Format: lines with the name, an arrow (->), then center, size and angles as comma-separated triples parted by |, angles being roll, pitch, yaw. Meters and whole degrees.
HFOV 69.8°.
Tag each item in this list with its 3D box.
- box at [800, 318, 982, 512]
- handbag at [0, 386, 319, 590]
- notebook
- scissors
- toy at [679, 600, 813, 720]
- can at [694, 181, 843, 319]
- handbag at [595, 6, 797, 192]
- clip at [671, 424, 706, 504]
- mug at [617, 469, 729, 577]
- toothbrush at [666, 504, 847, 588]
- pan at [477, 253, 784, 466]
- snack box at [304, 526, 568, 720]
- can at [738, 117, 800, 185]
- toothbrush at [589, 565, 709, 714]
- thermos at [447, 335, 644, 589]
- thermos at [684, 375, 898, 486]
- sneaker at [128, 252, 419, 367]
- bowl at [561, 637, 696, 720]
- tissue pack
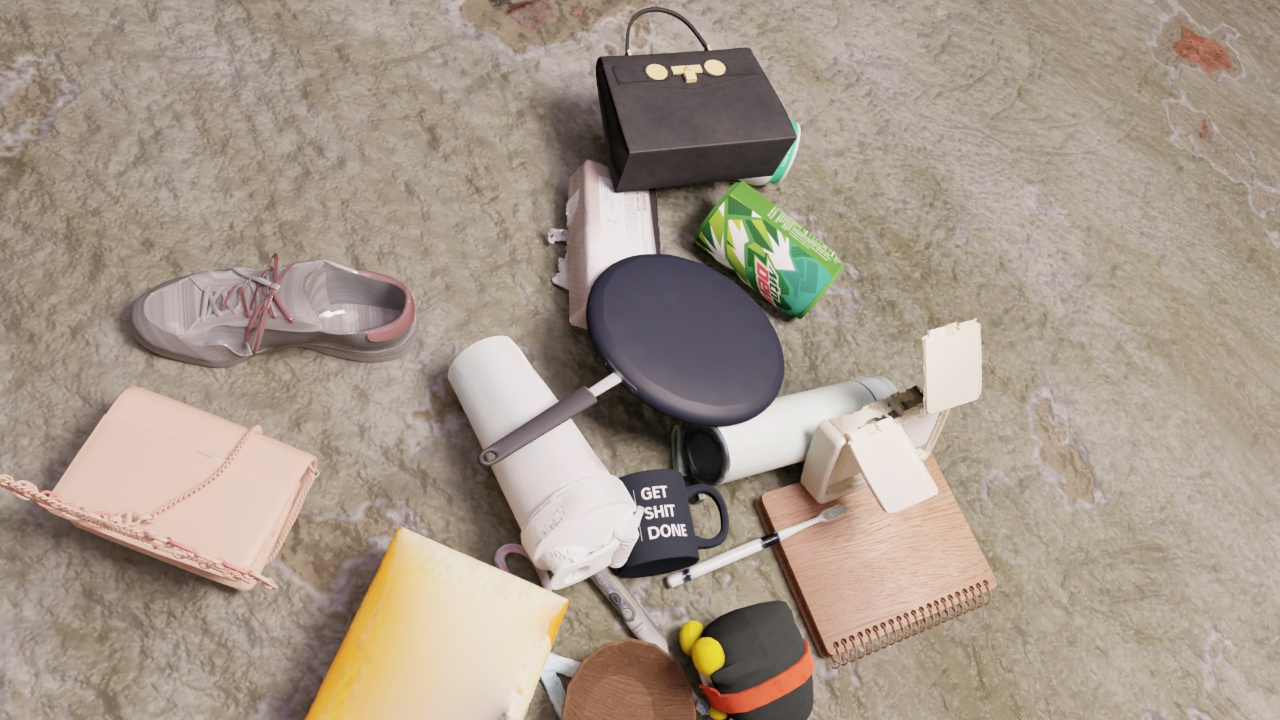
box -> 0.244, 0.066, 0.818 | 0.143, 0.195, 0.101 | -19, 49, -22
handbag -> -0.319, 0.078, 0.648 | 0.199, 0.188, 0.116 | 22, 66, -3
notebook -> 0.233, 0.184, 0.894 | 0.210, 0.022, 0.169 | -13, 68, -25
scissors -> -0.088, 0.226, 0.760 | 0.172, 0.014, 0.158 | 19, 61, -10
toy -> 0.099, 0.265, 0.764 | 0.099, 0.097, 0.119 | -23, 90, -9
can -> 0.136, -0.116, 0.974 | 0.144, 0.083, 0.082 | 38, 58, 2
handbag -> 0.041, -0.285, 0.947 | 0.175, 0.072, 0.195 | -9, 71, -17
clip -> 0.043, 0.098, 0.869 | 0.047, 0.023, 0.076 | 8, 64, -18
mug -> 0.026, 0.141, 0.806 | 0.105, 0.071, 0.077 | -7, 66, -10
toothbrush -> 0.109, 0.168, 0.840 | 0.186, 0.017, 0.012 | -19, 71, -16
pan -> -0.005, 0.005, 0.797 | 0.199, 0.021, 0.355 | 46, 47, 14
snack box -> -0.155, 0.242, 0.677 | 0.145, 0.081, 0.194 | 25, 65, -7
can -> 0.087, -0.257, 1.025 | 0.166, 0.088, 0.088 | 16, 60, -12
toothbrush -> -0.001, 0.226, 0.787 | 0.022, 0.024, 0.185 | -40, 80, 11
thermos -> -0.082, 0.079, 0.771 | 0.099, 0.100, 0.220 | -19, 58, -27
thermos -> 0.152, 0.064, 0.885 | 0.229, 0.068, 0.068 | -10, 68, -31
sneaker -> -0.304, -0.049, 0.776 | 0.235, 0.090, 0.099 | 0, 65, -20
bowl -> -0.013, 0.286, 0.741 | 0.117, 0.030, 0.117 | 9, 68, -24
tissue pack -> -0.035, -0.108, 0.927 | 0.103, 0.071, 0.181 | 13, 62, -31
